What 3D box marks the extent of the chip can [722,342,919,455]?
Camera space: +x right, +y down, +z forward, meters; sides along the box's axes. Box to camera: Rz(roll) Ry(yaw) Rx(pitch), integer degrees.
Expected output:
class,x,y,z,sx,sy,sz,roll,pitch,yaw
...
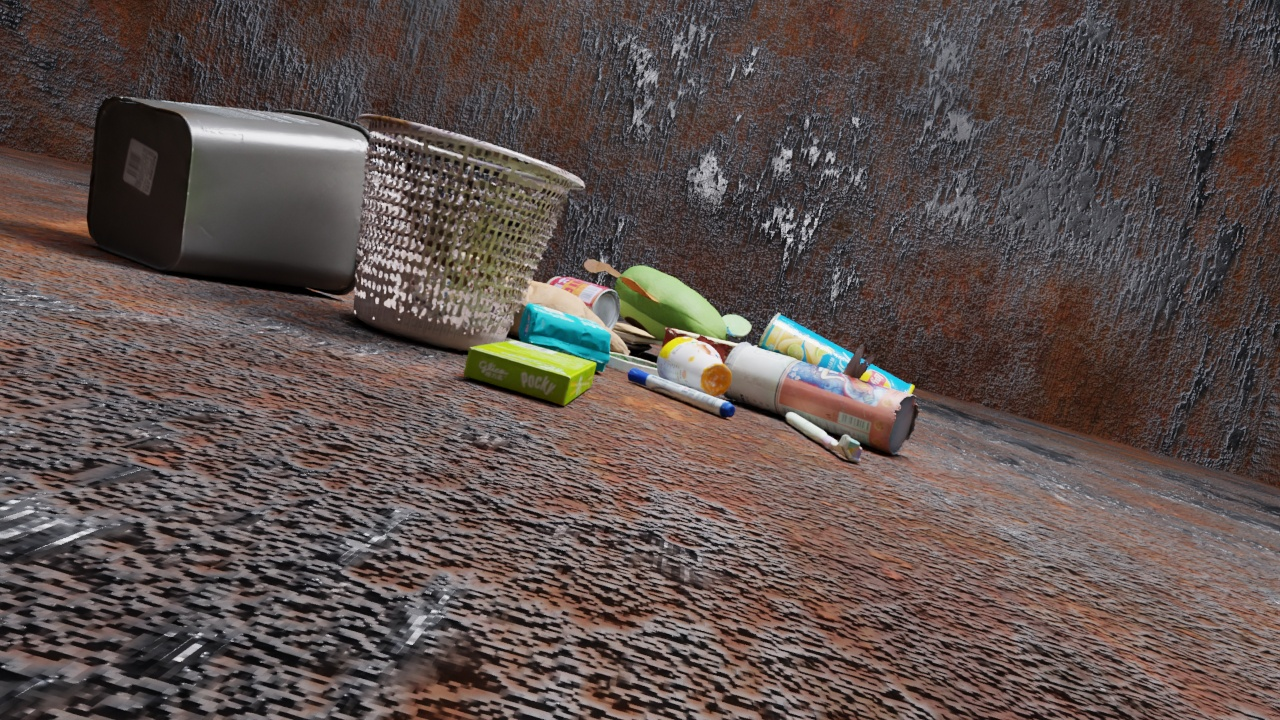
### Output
class,x,y,z,sx,sy,sz,roll,pitch,yaw
chip can,0.198,0.041,1.036,0.215,0.071,0.071,20,7,35

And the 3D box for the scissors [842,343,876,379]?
class,x,y,z,sx,sy,sz,roll,pitch,yaw
scissors,0.243,0.033,1.062,0.146,0.014,0.172,49,-29,-22

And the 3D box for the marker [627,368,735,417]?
class,x,y,z,sx,sy,sz,roll,pitch,yaw
marker,0.041,0.033,0.960,0.016,0.017,0.146,10,7,-46

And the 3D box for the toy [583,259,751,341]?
class,x,y,z,sx,sy,sz,roll,pitch,yaw
toy,0.033,-0.074,1.301,0.247,0.090,0.226,33,3,37

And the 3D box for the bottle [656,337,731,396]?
class,x,y,z,sx,sy,sz,roll,pitch,yaw
bottle,0.061,0.011,1.005,0.063,0.063,0.108,13,6,-22

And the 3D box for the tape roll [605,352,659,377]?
class,x,y,z,sx,sy,sz,roll,pitch,yaw
tape roll,-0.007,0.007,1.129,0.086,0.014,0.085,15,5,-2

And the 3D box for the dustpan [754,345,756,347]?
class,x,y,z,sx,sy,sz,roll,pitch,yaw
dustpan,0.206,0.043,1.403,0.258,0.142,0.222,-14,-3,16

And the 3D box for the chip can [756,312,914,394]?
class,x,y,z,sx,sy,sz,roll,pitch,yaw
chip can,0.263,0.015,1.258,0.210,0.071,0.071,30,8,13

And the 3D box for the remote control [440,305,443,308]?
class,x,y,z,sx,sy,sz,roll,pitch,yaw
remote control,-0.257,-0.057,1.055,0.056,0.019,0.135,15,5,-3

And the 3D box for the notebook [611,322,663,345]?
class,x,y,z,sx,sy,sz,roll,pitch,yaw
notebook,-0.022,-0.043,1.378,0.150,0.012,0.211,18,6,28

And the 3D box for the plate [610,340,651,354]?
class,x,y,z,sx,sy,sz,roll,pitch,yaw
plate,-0.071,-0.032,1.325,0.179,0.024,0.179,14,7,-2

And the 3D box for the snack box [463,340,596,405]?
class,x,y,z,sx,sy,sz,roll,pitch,yaw
snack box,-0.090,0.008,0.791,0.086,0.026,0.156,15,5,3

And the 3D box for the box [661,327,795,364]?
class,x,y,z,sx,sy,sz,roll,pitch,yaw
box,0.114,0.000,1.184,0.168,0.080,0.091,12,5,-23

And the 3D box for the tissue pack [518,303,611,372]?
class,x,y,z,sx,sy,sz,roll,pitch,yaw
tissue pack,-0.087,-0.026,1.037,0.093,0.050,0.133,16,5,-14

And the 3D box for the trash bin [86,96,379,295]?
class,x,y,z,sx,sy,sz,roll,pitch,yaw
trash bin,-0.430,-0.179,0.971,0.199,0.199,0.219,18,11,27

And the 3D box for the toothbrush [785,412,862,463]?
class,x,y,z,sx,sy,sz,roll,pitch,yaw
toothbrush,0.180,0.073,0.930,0.020,0.029,0.189,-26,9,-5

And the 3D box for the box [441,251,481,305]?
class,x,y,z,sx,sy,sz,roll,pitch,yaw
box,-0.243,-0.108,1.284,0.061,0.090,0.184,13,3,-13

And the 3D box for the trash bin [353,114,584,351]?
class,x,y,z,sx,sy,sz,roll,pitch,yaw
trash bin,-0.187,-0.117,0.909,0.227,0.192,0.227,15,5,-1

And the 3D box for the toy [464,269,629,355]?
class,x,y,z,sx,sy,sz,roll,pitch,yaw
toy,-0.120,-0.057,1.173,0.225,0.082,0.143,16,8,-24

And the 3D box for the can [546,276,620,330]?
class,x,y,z,sx,sy,sz,roll,pitch,yaw
can,-0.084,-0.076,1.260,0.094,0.066,0.066,18,6,31
